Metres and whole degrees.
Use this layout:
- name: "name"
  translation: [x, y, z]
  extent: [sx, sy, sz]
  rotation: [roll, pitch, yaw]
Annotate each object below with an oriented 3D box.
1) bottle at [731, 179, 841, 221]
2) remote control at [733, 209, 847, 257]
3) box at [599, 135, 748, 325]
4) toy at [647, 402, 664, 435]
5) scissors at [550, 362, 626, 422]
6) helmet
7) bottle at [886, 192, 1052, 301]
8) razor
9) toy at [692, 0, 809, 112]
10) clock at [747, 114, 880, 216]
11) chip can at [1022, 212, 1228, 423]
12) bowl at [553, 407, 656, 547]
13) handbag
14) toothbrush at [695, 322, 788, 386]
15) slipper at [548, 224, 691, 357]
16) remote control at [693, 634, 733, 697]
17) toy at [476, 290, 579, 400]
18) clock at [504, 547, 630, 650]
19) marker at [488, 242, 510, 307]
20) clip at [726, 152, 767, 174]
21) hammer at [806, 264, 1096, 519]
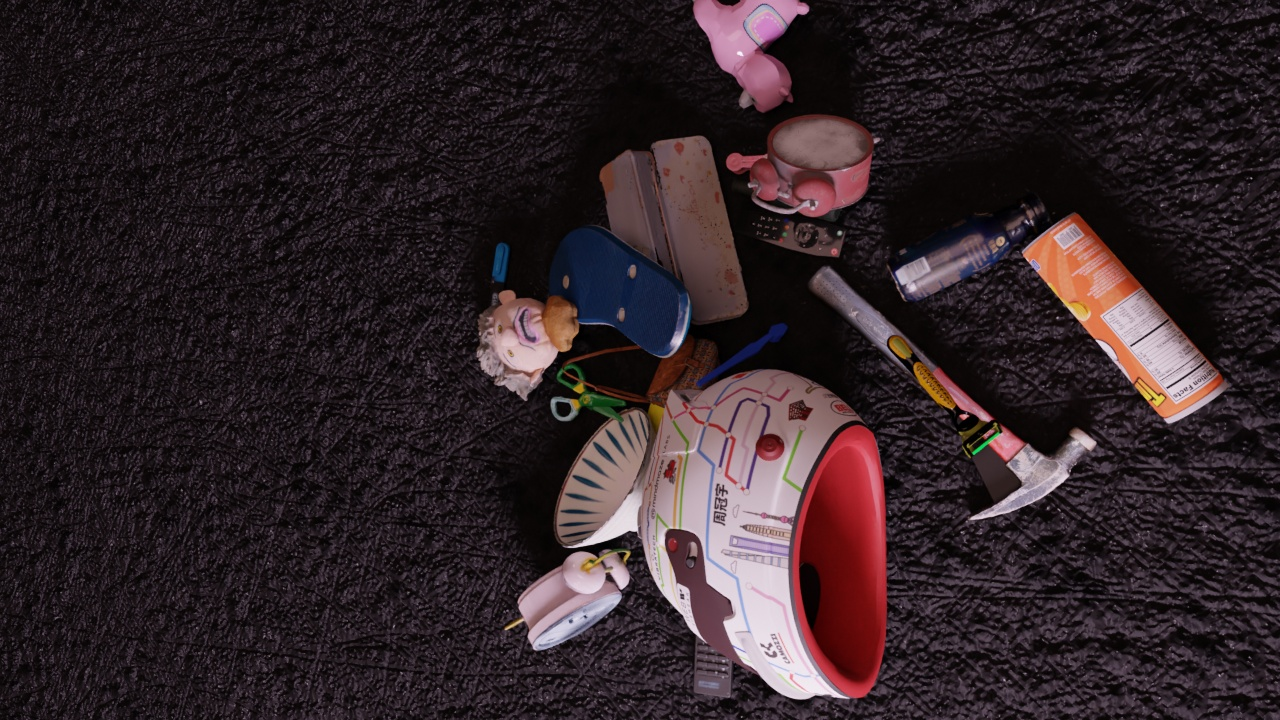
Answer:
- name: "bottle"
  translation: [0.161, -0.182, 1.019]
  extent: [0.123, 0.033, 0.033]
  rotation: [17, 95, 22]
- name: "remote control"
  translation: [0.167, -0.144, 1.028]
  extent: [0.125, 0.010, 0.039]
  rotation: [16, 95, 21]
- name: "box"
  translation: [0.039, -0.141, 1.066]
  extent: [0.121, 0.094, 0.217]
  rotation: [-18, 82, 48]
- name: "toy"
  translation: [0.052, 0.068, 1.055]
  extent: [0.096, 0.041, 0.094]
  rotation: [3, 84, 23]
- name: "scissors"
  translation: [-0.064, 0.057, 1.094]
  extent: [0.132, 0.013, 0.078]
  rotation: [31, 105, 40]
- name: "helmet"
  translation: [0.114, 0.167, 0.926]
  extent: [0.237, 0.230, 0.314]
  rotation: [-4, 84, 41]
- name: "bottle"
  translation: [0.334, -0.116, 0.937]
  extent: [0.161, 0.056, 0.056]
  rotation: [-27, 80, 19]
- name: "razor"
  translation: [0.301, 0.029, 0.931]
  extent: [0.044, 0.021, 0.144]
  rotation: [-37, 75, -5]
- name: "toy"
  translation: [0.129, -0.360, 1.018]
  extent: [0.123, 0.067, 0.157]
  rotation: [-40, 80, 15]
- name: "clock"
  translation: [0.175, -0.193, 0.960]
  extent: [0.110, 0.156, 0.062]
  rotation: [27, 143, 27]
- name: "chip can"
  translation: [0.462, -0.043, 0.882]
  extent: [0.062, 0.062, 0.210]
  rotation: [-39, 76, 16]
- name: "bowl"
  translation: [-0.020, 0.147, 1.049]
  extent: [0.071, 0.177, 0.177]
  rotation: [33, 104, -22]
- name: "handbag"
  translation: [-0.006, 0.006, 1.061]
  extent: [0.196, 0.043, 0.093]
  rotation: [5, 52, 27]
- name: "toothbrush"
  translation: [0.108, -0.005, 0.963]
  extent: [0.016, 0.186, 0.011]
  rotation: [38, 128, 18]
- name: "slipper"
  translation: [-0.017, -0.081, 1.023]
  extent: [0.295, 0.060, 0.118]
  rotation: [31, 117, 54]
- name: "remote control"
  translation: [0.086, 0.309, 1.049]
  extent: [0.045, 0.021, 0.140]
  rotation: [1, 85, 20]
- name: "toy"
  translation: [-0.138, -0.025, 1.091]
  extent: [0.176, 0.076, 0.132]
  rotation: [-26, 84, 43]
- name: "clock"
  translation: [-0.073, 0.268, 1.062]
  extent: [0.158, 0.116, 0.058]
  rotation: [-43, 66, 18]
- name: "marker"
  translation: [-0.182, -0.088, 1.163]
  extent: [0.018, 0.015, 0.123]
  rotation: [10, 94, 18]
- name: "clip"
  translation: [0.124, -0.224, 1.032]
  extent: [0.059, 0.039, 0.022]
  rotation: [0, 86, 18]
- name: "hammer"
  translation: [0.297, 0.024, 0.962]
  extent: [0.326, 0.036, 0.141]
  rotation: [45, 103, 17]
